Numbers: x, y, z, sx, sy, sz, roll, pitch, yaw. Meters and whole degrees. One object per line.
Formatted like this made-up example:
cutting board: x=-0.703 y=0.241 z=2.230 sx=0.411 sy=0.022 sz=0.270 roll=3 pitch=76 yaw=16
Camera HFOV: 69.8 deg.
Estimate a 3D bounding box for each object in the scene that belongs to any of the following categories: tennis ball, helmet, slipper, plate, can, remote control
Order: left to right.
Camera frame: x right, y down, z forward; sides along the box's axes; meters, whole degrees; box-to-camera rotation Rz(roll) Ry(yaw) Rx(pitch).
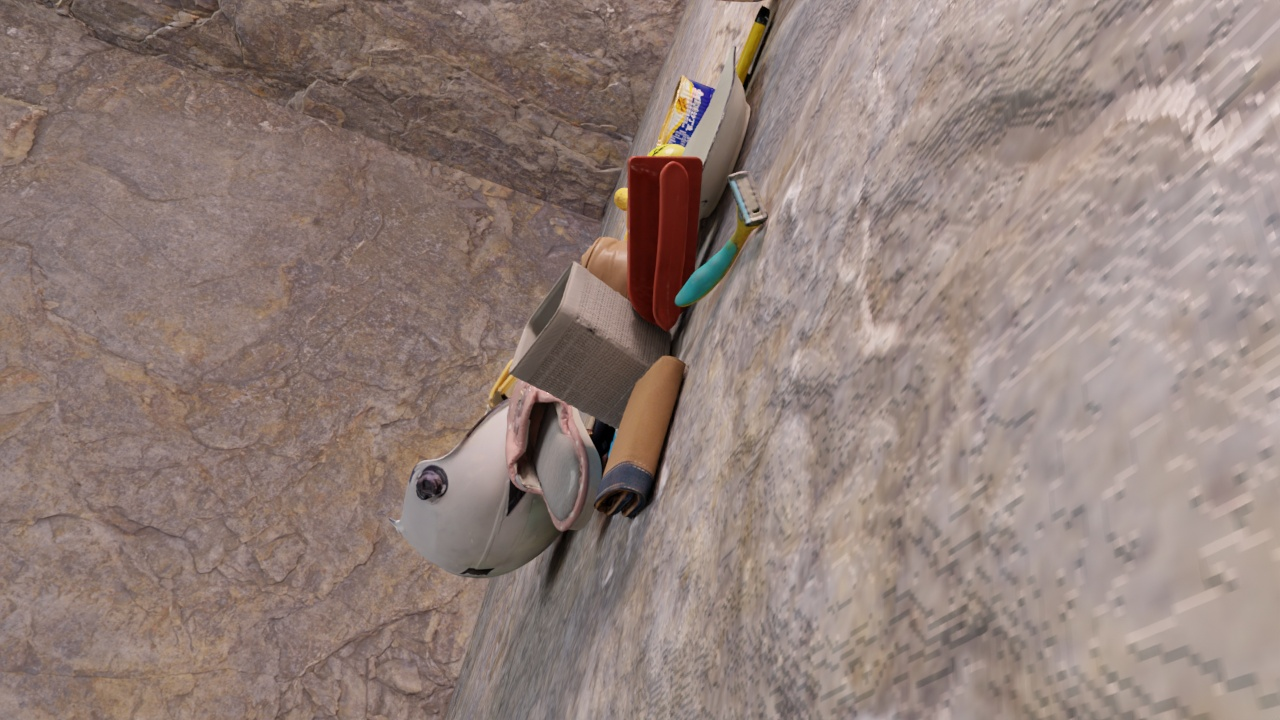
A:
helmet: x=-0.167 y=0.173 z=1.129 sx=0.259 sy=0.146 sz=0.228 roll=-49 pitch=-19 yaw=25
slipper: x=-0.101 y=0.074 z=0.934 sx=0.114 sy=0.054 sz=0.274 roll=-66 pitch=27 yaw=20
remote control: x=-0.025 y=0.040 z=0.956 sx=0.053 sy=0.024 sz=0.136 roll=75 pitch=-155 yaw=-55
tennis ball: x=0.034 y=-0.210 z=1.032 sx=0.065 sy=0.065 sz=0.065 roll=-163 pitch=92 yaw=-83
can: x=0.052 y=-0.287 z=1.159 sx=0.075 sy=0.049 sz=0.148 roll=126 pitch=162 yaw=-69
plate: x=0.066 y=-0.192 z=0.860 sx=0.165 sy=0.034 sz=0.163 roll=117 pitch=169 yaw=-50

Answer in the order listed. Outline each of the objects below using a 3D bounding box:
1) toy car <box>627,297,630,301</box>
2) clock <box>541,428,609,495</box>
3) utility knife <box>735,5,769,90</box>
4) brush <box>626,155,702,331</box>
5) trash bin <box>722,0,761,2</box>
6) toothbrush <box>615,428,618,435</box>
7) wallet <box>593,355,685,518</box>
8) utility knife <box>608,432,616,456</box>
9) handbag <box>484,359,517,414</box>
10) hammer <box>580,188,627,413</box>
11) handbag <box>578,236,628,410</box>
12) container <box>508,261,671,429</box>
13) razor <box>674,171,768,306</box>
toy car: x=0.002 y=-0.045 z=0.888 sx=0.120 sy=0.045 sz=0.053 roll=-60 pitch=11 yaw=4
clock: x=-0.068 y=0.117 z=0.985 sx=0.122 sy=0.055 sz=0.082 roll=135 pitch=154 yaw=-71
utility knife: x=0.091 y=-0.259 z=0.925 sx=0.033 sy=0.015 sz=0.193 roll=-79 pitch=9 yaw=-67
brush: x=0.019 y=-0.099 z=0.779 sx=0.069 sy=0.063 sz=0.146 roll=-120 pitch=31 yaw=-68
trash bin: x=0.075 y=-0.459 z=0.883 sx=0.227 sy=0.227 sz=0.192 roll=-83 pitch=1 yaw=-60
toothbrush: x=-0.005 y=0.005 z=0.916 sx=0.026 sy=0.026 sz=0.220 roll=-39 pitch=23 yaw=29
wallet: x=0.000 y=0.061 z=0.716 sx=0.090 sy=0.033 sz=0.115 roll=130 pitch=159 yaw=-64
utility knife: x=-0.016 y=0.065 z=0.880 sx=0.161 sy=0.018 sz=0.034 roll=-79 pitch=10 yaw=-57
handbag: x=-0.166 y=0.065 z=1.202 sx=0.178 sy=0.063 sz=0.163 roll=-41 pitch=-17 yaw=-15
hammer: x=-0.031 y=-0.072 z=1.197 sx=0.129 sy=0.032 sz=0.301 roll=42 pitch=120 yaw=59
handbag: x=-0.052 y=-0.044 z=1.068 sx=0.147 sy=0.100 sz=0.205 roll=-56 pitch=-18 yaw=-78
container: x=-0.040 y=-0.010 z=0.810 sx=0.090 sy=0.114 sz=0.090 roll=-49 pitch=18 yaw=32
razor: x=0.055 y=-0.077 z=0.657 sx=0.133 sy=0.028 sz=0.043 roll=-57 pitch=46 yaw=53
